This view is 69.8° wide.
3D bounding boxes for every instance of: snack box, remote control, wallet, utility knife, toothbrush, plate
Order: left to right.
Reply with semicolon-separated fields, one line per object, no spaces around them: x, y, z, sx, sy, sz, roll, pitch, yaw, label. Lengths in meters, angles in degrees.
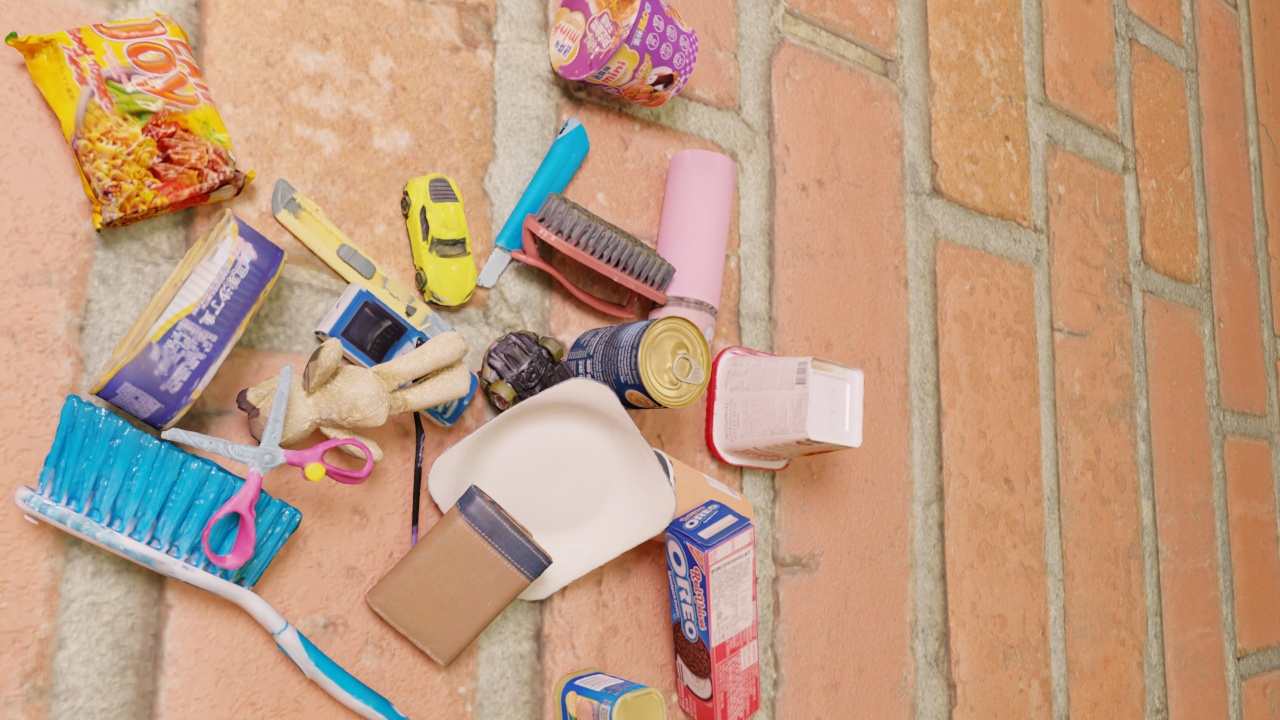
-0.205;-0.065;0.694;0.183;0.019;0.030;45;66;-30;utility knife
-0.182;-0.001;0.694;0.125;0.024;0.048;43;61;-27;remote control
-0.164;0.077;0.685;0.016;0.014;0.189;3;95;-6;toothbrush
-0.134;0.162;0.686;0.115;0.033;0.090;-46;112;-9;wallet
-0.091;-0.133;0.784;0.034;0.018;0.181;51;57;-42;utility knife
-0.068;0.099;0.726;0.164;0.034;0.164;-29;115;1;plate
0.065;0.223;0.791;0.058;0.057;0.208;-21;120;-31;snack box

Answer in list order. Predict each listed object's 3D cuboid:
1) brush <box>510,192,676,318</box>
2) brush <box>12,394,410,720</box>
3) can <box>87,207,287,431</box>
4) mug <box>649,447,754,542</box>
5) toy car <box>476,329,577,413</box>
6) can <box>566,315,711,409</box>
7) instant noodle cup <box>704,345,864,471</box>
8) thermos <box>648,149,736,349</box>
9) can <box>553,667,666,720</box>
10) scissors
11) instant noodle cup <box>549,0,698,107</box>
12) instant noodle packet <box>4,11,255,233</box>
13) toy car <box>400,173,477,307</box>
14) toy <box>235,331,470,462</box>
-0.043;-0.086;0.785;0.145;0.063;0.069;25;105;-40;brush
-0.254;0.145;0.608;0.314;0.061;0.109;38;69;-31;brush
-0.284;-0.028;0.584;0.049;0.075;0.147;40;52;-29;can
0.042;0.131;0.823;0.122;0.078;0.078;25;70;-38;mug
-0.073;0.046;0.761;0.070;0.042;0.158;-47;116;-30;toy car
-0.005;0.005;0.776;0.075;0.111;0.075;3;84;-37;can
0.139;0.044;0.873;0.116;0.124;0.116;12;78;-36;instant noodle cup
0.050;-0.090;0.864;0.087;0.067;0.198;33;62;-63;thermos
-0.022;0.309;0.742;0.057;0.083;0.102;-2;85;-38;can
-0.234;0.067;0.578;0.133;0.017;0.134;23;79;-38;scissors
-0.009;-0.282;0.815;0.099;0.112;0.111;18;73;-43;instant noodle cup
-0.323;-0.159;0.594;0.110;0.044;0.128;-29;102;-41;instant noodle packet
-0.155;-0.095;0.722;0.048;0.032;0.105;-12;93;-38;toy car
-0.193;0.020;0.638;0.157;0.066;0.105;-17;133;-16;toy
